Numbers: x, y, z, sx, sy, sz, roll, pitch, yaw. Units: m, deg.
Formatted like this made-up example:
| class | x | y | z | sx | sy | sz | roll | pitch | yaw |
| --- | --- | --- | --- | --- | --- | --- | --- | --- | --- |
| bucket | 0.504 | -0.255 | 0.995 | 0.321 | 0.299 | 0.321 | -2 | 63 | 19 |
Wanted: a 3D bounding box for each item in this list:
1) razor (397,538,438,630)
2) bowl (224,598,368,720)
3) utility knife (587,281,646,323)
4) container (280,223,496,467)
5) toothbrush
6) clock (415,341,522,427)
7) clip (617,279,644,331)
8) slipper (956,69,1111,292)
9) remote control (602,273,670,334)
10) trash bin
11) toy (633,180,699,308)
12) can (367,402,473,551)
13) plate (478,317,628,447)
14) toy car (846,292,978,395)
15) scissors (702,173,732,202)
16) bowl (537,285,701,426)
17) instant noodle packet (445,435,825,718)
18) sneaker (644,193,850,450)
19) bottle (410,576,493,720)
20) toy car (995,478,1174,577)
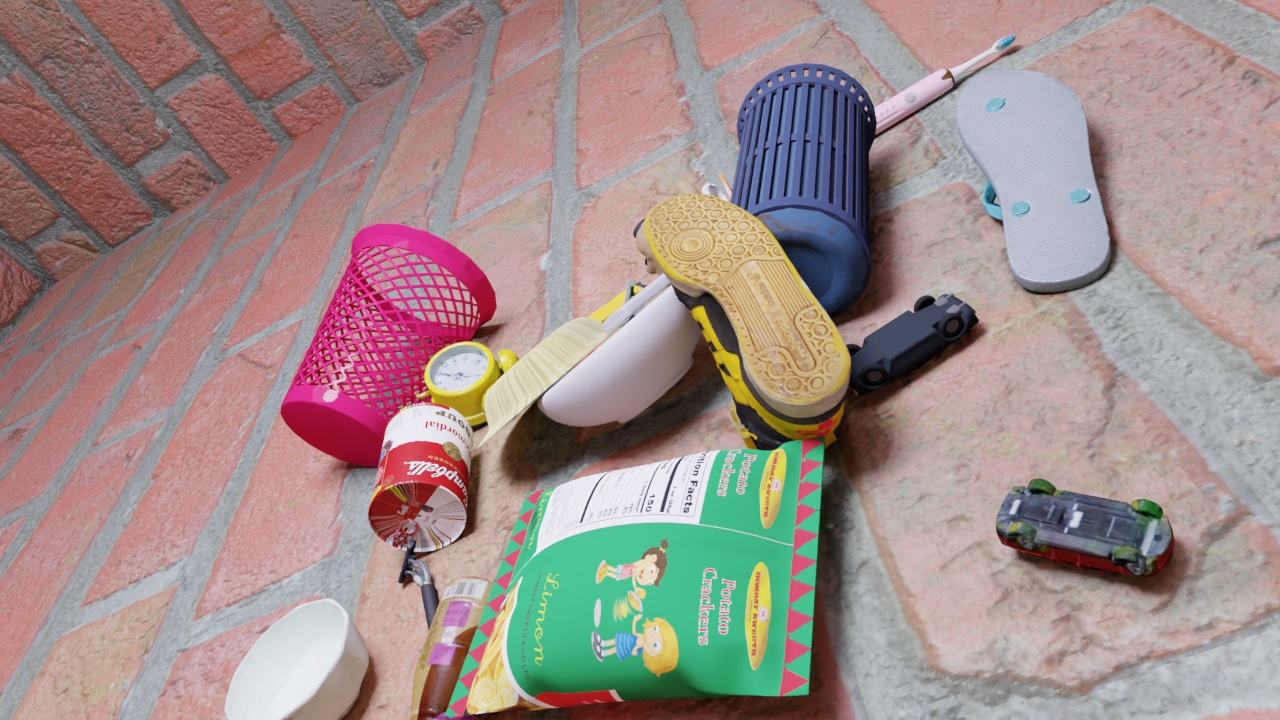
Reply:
| class | x | y | z | sx | sy | sz | roll | pitch | yaw |
| --- | --- | --- | --- | --- | --- | --- | --- | --- | --- |
| razor | -0.178 | 0.208 | 0.770 | 0.144 | 0.022 | 0.043 | 47 | 124 | 53 |
| bowl | -0.267 | 0.258 | 0.741 | 0.118 | 0.061 | 0.117 | -23 | 34 | 17 |
| utility knife | -0.065 | -0.031 | 0.966 | 0.190 | 0.018 | 0.030 | -34 | 23 | -25 |
| container | -0.290 | -0.009 | 1.031 | 0.184 | 0.183 | 0.225 | -7 | 48 | 36 |
| toothbrush | 0.305 | -0.290 | 0.992 | 0.223 | 0.027 | 0.026 | -31 | 3 | 6 |
| clock | -0.170 | 0.025 | 0.963 | 0.119 | 0.057 | 0.083 | 1 | 48 | 12 |
| clip | -0.013 | -0.055 | 0.955 | 0.050 | 0.023 | 0.078 | 21 | 50 | 21 |
| slipper | 0.336 | -0.153 | 0.772 | 0.098 | 0.055 | 0.268 | -17 | 47 | 21 |
| remote control | 0.003 | -0.058 | 0.833 | 0.033 | 0.012 | 0.130 | -39 | 3 | 33 |
| trash bin | 0.148 | -0.153 | 0.849 | 0.139 | 0.139 | 0.248 | -16 | 38 | 26 |
| toy | 0.041 | -0.116 | 0.913 | 0.106 | 0.108 | 0.134 | 37 | 67 | 10 |
| can | -0.204 | 0.107 | 0.861 | 0.087 | 0.087 | 0.116 | -27 | 33 | 11 |
| plate | -0.092 | 0.007 | 0.860 | 0.184 | 0.036 | 0.184 | -40 | 2 | 2 |
| toy car | 0.203 | -0.012 | 0.704 | 0.112 | 0.034 | 0.046 | -33 | 32 | 0 |
| scissors | 0.098 | -0.156 | 0.938 | 0.011 | 0.128 | 0.125 | -42 | 46 | 23 |
| bowl | -0.005 | 0.005 | 0.811 | 0.176 | 0.066 | 0.176 | -41 | 2 | 2 |
| instant noodle packet | 0.000 | 0.145 | 0.624 | 0.253 | 0.090 | 0.195 | -14 | 37 | 26 |
| sneaker | 0.084 | -0.024 | 0.720 | 0.086 | 0.122 | 0.238 | -26 | 53 | -6 |
| bottle | -0.135 | 0.237 | 0.653 | 0.060 | 0.059 | 0.165 | -16 | 36 | 26 |
| toy car | 0.249 | 0.097 | 0.516 | 0.091 | 0.036 | 0.042 | 3 | 47 | 45 |
